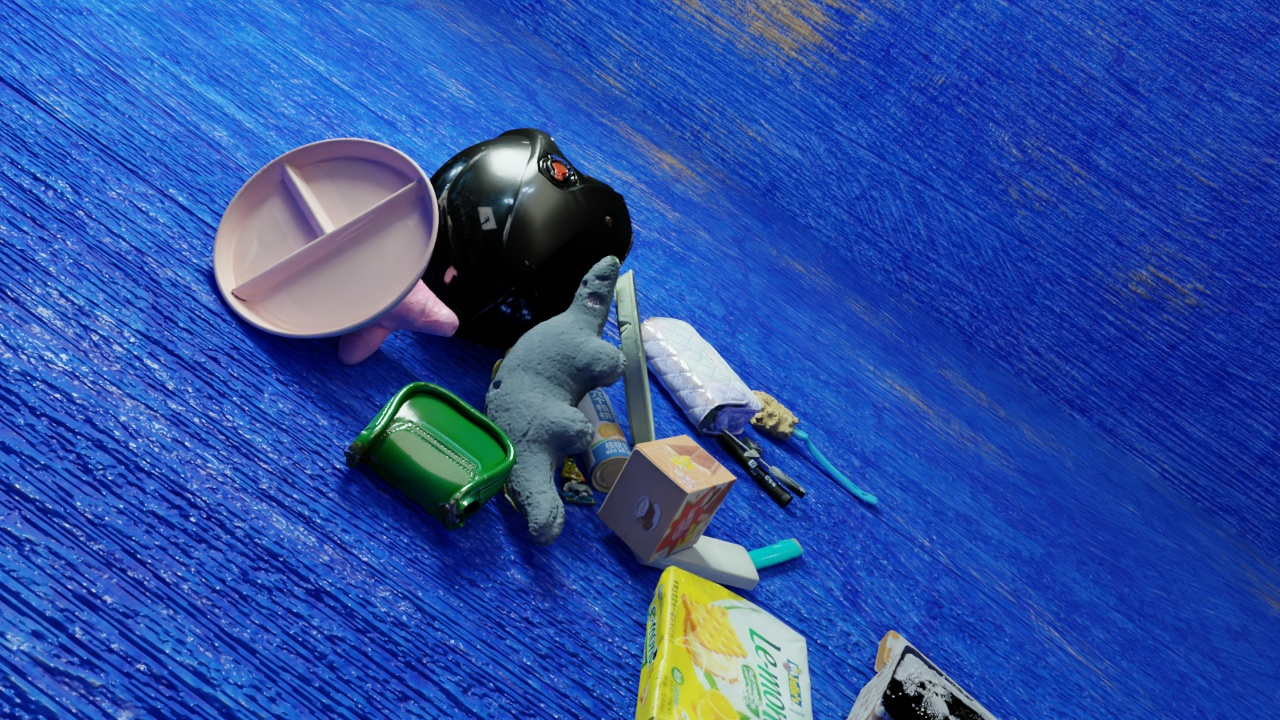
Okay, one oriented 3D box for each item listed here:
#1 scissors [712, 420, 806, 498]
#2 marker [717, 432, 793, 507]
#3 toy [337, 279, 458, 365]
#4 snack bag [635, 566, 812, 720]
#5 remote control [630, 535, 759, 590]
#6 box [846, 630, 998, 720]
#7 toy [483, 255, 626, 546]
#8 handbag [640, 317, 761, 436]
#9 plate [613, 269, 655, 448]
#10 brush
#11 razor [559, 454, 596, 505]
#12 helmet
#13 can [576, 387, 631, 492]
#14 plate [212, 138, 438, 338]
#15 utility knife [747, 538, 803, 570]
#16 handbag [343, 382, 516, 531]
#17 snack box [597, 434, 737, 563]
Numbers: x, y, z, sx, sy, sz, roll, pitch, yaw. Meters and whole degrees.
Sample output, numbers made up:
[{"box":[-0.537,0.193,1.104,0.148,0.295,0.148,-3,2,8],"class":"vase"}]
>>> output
[{"box":[0.156,0.130,1.230,0.159,0.014,0.177,41,7,14],"class":"scissors"},{"box":[0.155,0.148,1.250,0.132,0.020,0.022,44,-5,24],"class":"marker"},{"box":[-0.296,-0.091,0.958,0.178,0.075,0.194,-16,76,-19],"class":"toy"},{"box":[0.067,0.287,0.784,0.158,0.068,0.246,32,23,-6],"class":"snack bag"},{"box":[0.056,0.207,0.977,0.150,0.021,0.058,19,23,-23],"class":"remote control"},{"box":[0.315,0.374,0.942,0.178,0.088,0.261,41,25,15],"class":"box"},{"box":[-0.094,0.033,0.950,0.091,0.138,0.355,49,42,-38],"class":"toy"},{"box":[0.080,0.020,1.323,0.134,0.076,0.194,7,35,-49],"class":"handbag"},{"box":[-0.006,0.006,1.096,0.027,0.230,0.229,-7,28,2],"class":"plate"},{"box":[0.259,0.137,1.402,0.254,0.046,0.083,41,19,3],"class":"brush"},{"box":[-0.086,0.100,1.001,0.042,0.022,0.142,18,27,-40],"class":"razor"},{"box":[-0.160,-0.142,1.088,0.229,0.234,0.274,-16,83,-51],"class":"helmet"},{"box":[-0.047,0.086,1.043,0.053,0.053,0.134,20,27,-32],"class":"can"},{"box":[-0.311,-0.122,0.917,0.229,0.229,0.028,45,-13,21],"class":"plate"},{"box":[0.141,0.231,1.072,0.029,0.013,0.192,45,25,29],"class":"utility knife"},{"box":[-0.186,0.087,0.825,0.131,0.068,0.120,35,23,0],"class":"handbag"},{"box":[0.027,0.139,0.934,0.077,0.093,0.094,40,24,27],"class":"snack box"}]
